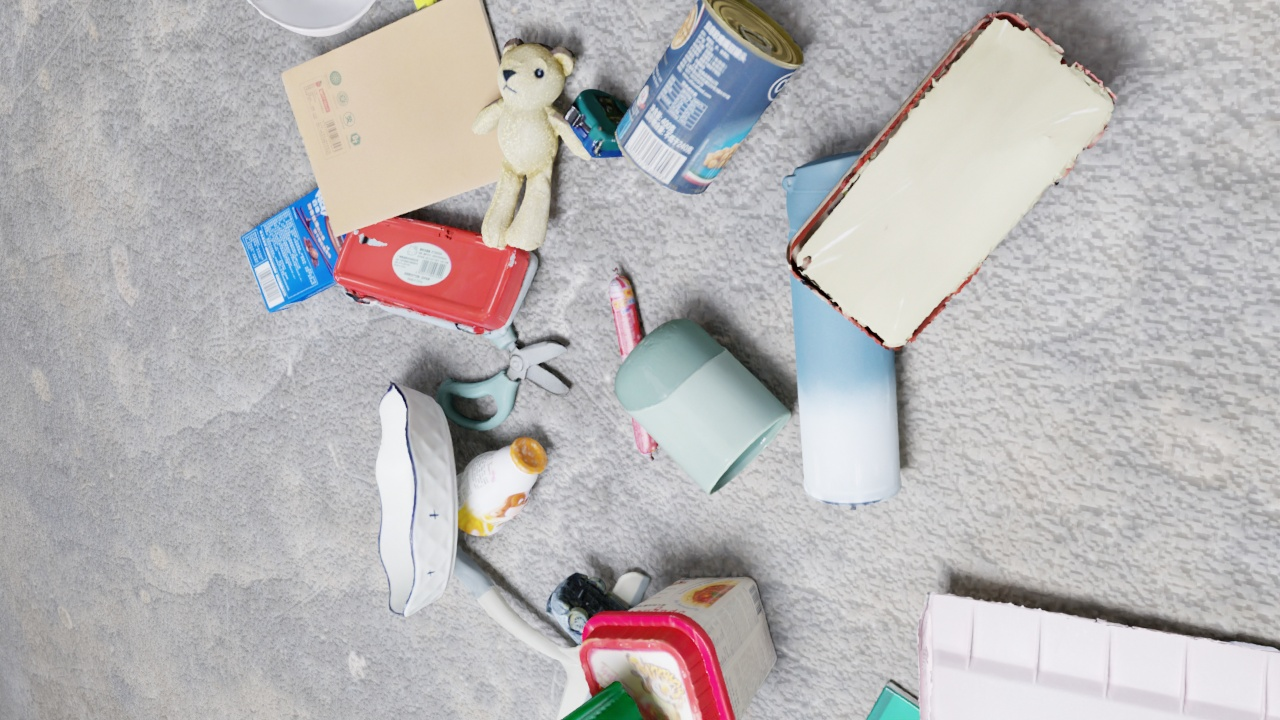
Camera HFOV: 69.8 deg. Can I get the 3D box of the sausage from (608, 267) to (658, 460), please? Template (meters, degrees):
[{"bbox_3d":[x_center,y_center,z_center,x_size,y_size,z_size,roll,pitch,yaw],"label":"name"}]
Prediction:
[{"bbox_3d":[-0.004,0.004,0.714,0.020,0.020,0.156,-2,104,36],"label":"sausage"}]

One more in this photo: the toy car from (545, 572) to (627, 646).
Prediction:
[{"bbox_3d":[-0.024,0.228,0.763,0.120,0.054,0.037,39,114,-1],"label":"toy car"}]

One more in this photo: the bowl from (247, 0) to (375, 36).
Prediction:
[{"bbox_3d":[-0.271,-0.315,0.764,0.118,0.118,0.065,63,167,2],"label":"bowl"}]

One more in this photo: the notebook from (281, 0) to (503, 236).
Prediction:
[{"bbox_3d":[-0.199,-0.200,0.763,0.208,0.008,0.148,-13,99,24],"label":"notebook"}]

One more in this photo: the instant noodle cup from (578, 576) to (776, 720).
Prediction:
[{"bbox_3d":[0.036,0.224,0.690,0.117,0.124,0.116,-11,98,38],"label":"instant noodle cup"}]

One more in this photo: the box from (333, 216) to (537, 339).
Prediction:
[{"bbox_3d":[-0.179,-0.073,0.786,0.201,0.048,0.087,15,83,31],"label":"box"}]

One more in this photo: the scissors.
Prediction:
[{"bbox_3d":[-0.134,0.010,0.809,0.174,0.019,0.178,33,120,22],"label":"scissors"}]

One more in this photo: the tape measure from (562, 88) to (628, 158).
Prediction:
[{"bbox_3d":[-0.025,-0.169,0.651,0.054,0.058,0.025,54,127,14],"label":"tape measure"}]

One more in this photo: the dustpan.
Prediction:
[{"bbox_3d":[0.288,0.292,0.591,0.223,0.138,0.273,7,81,27],"label":"dustpan"}]

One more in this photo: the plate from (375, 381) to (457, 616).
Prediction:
[{"bbox_3d":[-0.203,0.123,0.823,0.205,0.045,0.205,180,90,-66],"label":"plate"}]

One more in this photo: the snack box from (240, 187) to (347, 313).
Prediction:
[{"bbox_3d":[-0.333,-0.108,0.906,0.157,0.026,0.084,-17,95,38],"label":"snack box"}]

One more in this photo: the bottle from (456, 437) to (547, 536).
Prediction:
[{"bbox_3d":[-0.124,0.108,0.804,0.109,0.063,0.063,-43,79,37],"label":"bottle"}]

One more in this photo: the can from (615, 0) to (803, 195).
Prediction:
[{"bbox_3d":[0.041,-0.170,0.591,0.075,0.075,0.111,49,126,13],"label":"can"}]

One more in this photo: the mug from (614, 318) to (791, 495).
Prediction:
[{"bbox_3d":[0.039,0.036,0.663,0.106,0.082,0.112,44,156,15],"label":"mug"}]

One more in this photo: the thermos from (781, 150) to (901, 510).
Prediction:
[{"bbox_3d":[0.131,-0.020,0.583,0.070,0.070,0.220,4,107,34],"label":"thermos"}]

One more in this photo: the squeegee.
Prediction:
[{"bbox_3d":[-0.133,0.223,0.863,0.246,0.039,0.247,35,122,22],"label":"squeegee"}]

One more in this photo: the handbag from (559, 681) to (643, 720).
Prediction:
[{"bbox_3d":[-0.056,0.284,0.621,0.132,0.120,0.068,-46,71,39],"label":"handbag"}]

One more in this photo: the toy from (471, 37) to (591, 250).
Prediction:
[{"bbox_3d":[-0.089,-0.160,0.692,0.105,0.066,0.157,17,107,24],"label":"toy"}]

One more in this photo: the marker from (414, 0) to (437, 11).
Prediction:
[{"bbox_3d":[-0.165,-0.270,0.745,0.018,0.015,0.124,-17,97,30],"label":"marker"}]

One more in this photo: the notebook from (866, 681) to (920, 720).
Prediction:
[{"bbox_3d":[0.209,0.355,0.680,0.150,0.012,0.210,31,121,25],"label":"notebook"}]

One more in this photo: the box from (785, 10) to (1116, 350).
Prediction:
[{"bbox_3d":[0.161,-0.091,0.488,0.091,0.079,0.168,39,105,-1],"label":"box"}]
